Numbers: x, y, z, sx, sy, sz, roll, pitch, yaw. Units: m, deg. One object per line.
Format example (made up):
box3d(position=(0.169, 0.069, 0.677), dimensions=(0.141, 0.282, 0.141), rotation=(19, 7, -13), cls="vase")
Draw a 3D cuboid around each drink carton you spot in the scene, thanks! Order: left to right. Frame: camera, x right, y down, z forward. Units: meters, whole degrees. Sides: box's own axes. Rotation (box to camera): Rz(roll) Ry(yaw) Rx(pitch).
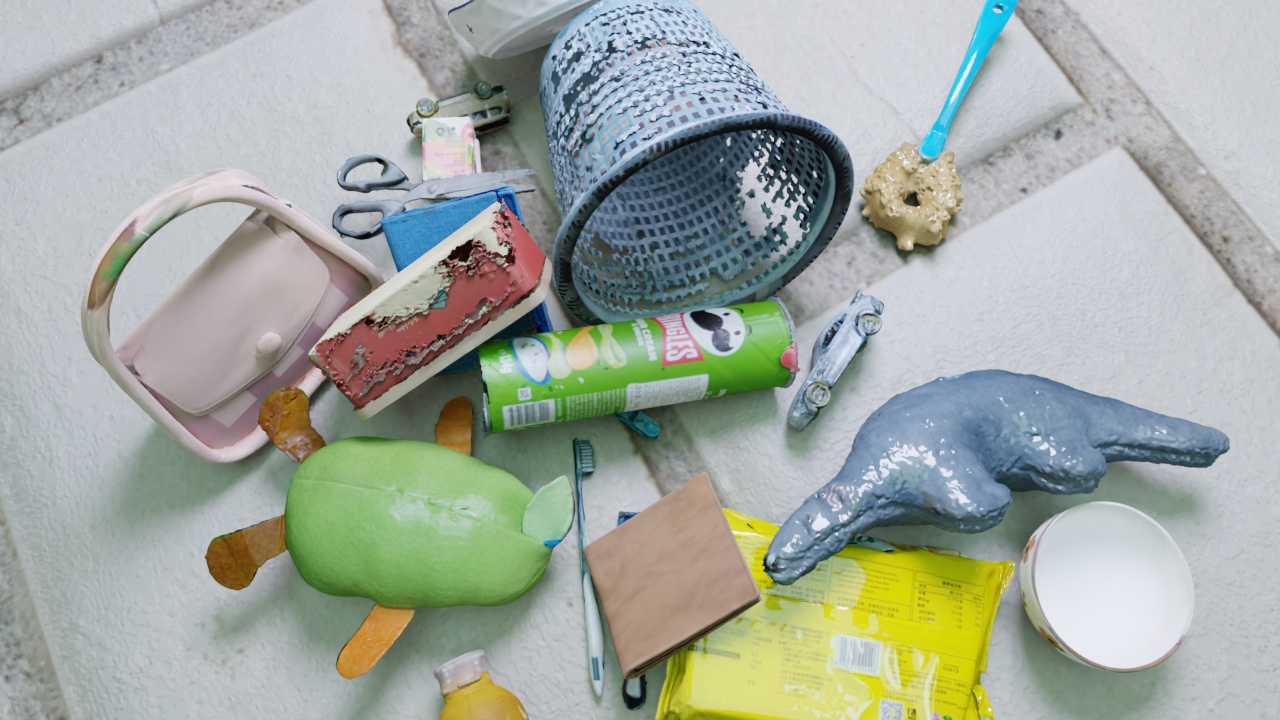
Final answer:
box3d(position=(-0.153, -0.136, 0.762), dimensions=(0.045, 0.053, 0.122), rotation=(-6, 73, -1), cls="drink carton")

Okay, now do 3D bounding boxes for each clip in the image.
box3d(position=(-0.008, 0.043, 0.718), dimensions=(0.056, 0.041, 0.014), rotation=(37, 75, 7), cls="clip")

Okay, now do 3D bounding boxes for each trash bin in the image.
box3d(position=(0.019, -0.162, 0.699), dimensions=(0.226, 0.227, 0.195), rotation=(-18, 60, -5), cls="trash bin")

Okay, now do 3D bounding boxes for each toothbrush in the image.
box3d(position=(-0.037, 0.151, 0.687), dimensions=(0.018, 0.016, 0.191), rotation=(-3, 71, -11), cls="toothbrush")

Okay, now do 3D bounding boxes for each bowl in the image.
box3d(position=(0.317, 0.160, 0.648), dimensions=(0.113, 0.062, 0.113), rotation=(1, 74, -5), cls="bowl")

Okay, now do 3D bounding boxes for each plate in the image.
box3d(position=(-0.055, -0.302, 0.752), dimensions=(0.204, 0.205, 0.045), rotation=(-25, 105, -7), cls="plate")

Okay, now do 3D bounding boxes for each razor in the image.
box3d(position=(-0.001, 0.181, 0.672), dimensions=(0.043, 0.022, 0.142), rotation=(3, 72, 4), cls="razor")

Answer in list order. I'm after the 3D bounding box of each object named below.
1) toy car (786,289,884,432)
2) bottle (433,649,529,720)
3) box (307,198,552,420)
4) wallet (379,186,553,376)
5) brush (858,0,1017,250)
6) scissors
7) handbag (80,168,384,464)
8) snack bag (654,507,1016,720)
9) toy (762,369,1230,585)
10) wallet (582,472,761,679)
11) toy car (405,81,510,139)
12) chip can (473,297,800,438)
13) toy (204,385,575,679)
box3d(position=(0.148, 0.000, 0.711), dimensions=(0.037, 0.054, 0.120), rotation=(32, 77, 8), cls="toy car")
box3d(position=(-0.091, 0.291, 0.614), dimensions=(0.068, 0.068, 0.189), rotation=(-22, 73, -6), cls="bottle")
box3d(position=(-0.153, -0.042, 0.651), dimensions=(0.168, 0.091, 0.079), rotation=(-33, 111, 12), cls="box")
box3d(position=(-0.130, -0.060, 0.712), dimensions=(0.106, 0.040, 0.133), rotation=(-14, 111, 1), cls="wallet")
box3d(position=(0.261, -0.208, 0.775), dimensions=(0.083, 0.046, 0.254), rotation=(25, 80, 13), cls="brush")
box3d(position=(-0.168, -0.143, 0.729), dimensions=(0.172, 0.014, 0.145), rotation=(-38, 69, 5), cls="scissors")
box3d(position=(-0.293, -0.042, 0.639), dimensions=(0.093, 0.234, 0.193), rotation=(36, 76, 13), cls="handbag")
box3d(position=(0.133, 0.195, 0.641), dimensions=(0.246, 0.068, 0.157), rotation=(9, 73, 3), cls="snack bag")
box3d(position=(0.233, 0.069, 0.651), dimensions=(0.356, 0.091, 0.137), rotation=(-14, 39, -15), cls="toy")
box3d(position=(0.019, 0.147, 0.630), dimensions=(0.115, 0.020, 0.101), rotation=(-35, 53, 17), cls="wallet")
box3d(position=(-0.156, -0.212, 0.792), dimensions=(0.090, 0.042, 0.035), rotation=(-17, 86, -8), cls="toy car")
box3d(position=(-0.004, 0.004, 0.682), dimensions=(0.236, 0.072, 0.072), rotation=(-9, 72, -12), cls="chip can")
box3d(position=(-0.174, 0.115, 0.663), dimensions=(0.247, 0.090, 0.226), rotation=(14, 61, 2), cls="toy")
